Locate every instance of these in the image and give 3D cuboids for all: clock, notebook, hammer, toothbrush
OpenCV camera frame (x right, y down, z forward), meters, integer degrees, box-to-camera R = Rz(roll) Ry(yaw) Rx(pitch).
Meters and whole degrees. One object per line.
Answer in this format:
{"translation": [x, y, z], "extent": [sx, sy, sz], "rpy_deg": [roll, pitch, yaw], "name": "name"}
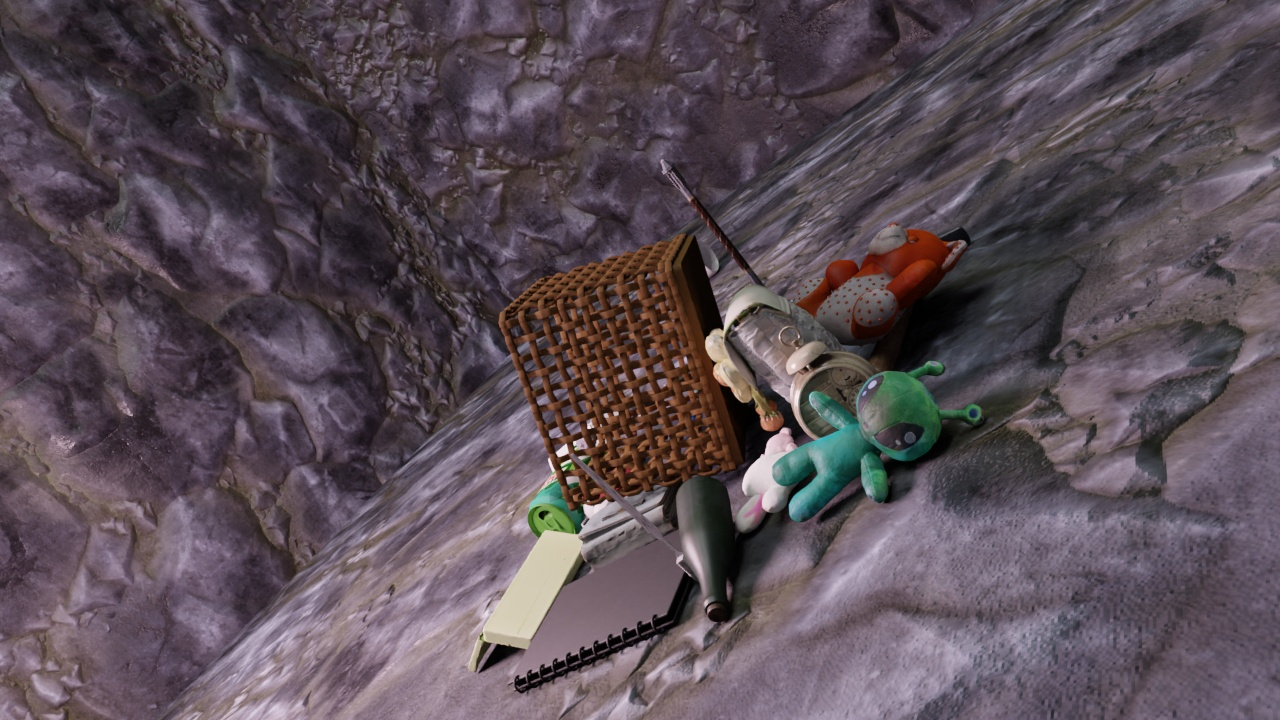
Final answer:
{"translation": [-0.028, 0.180, 1.218], "extent": [0.124, 0.044, 0.087], "rpy_deg": [-43, 12, -16], "name": "clock"}
{"translation": [-0.032, 0.262, 0.980], "extent": [0.232, 0.019, 0.168], "rpy_deg": [-33, 12, 31], "name": "notebook"}
{"translation": [0.183, 0.025, 0.900], "extent": [0.093, 0.141, 0.054], "rpy_deg": [-37, 2, 14], "name": "clock"}
{"translation": [0.313, -0.064, 1.096], "extent": [0.130, 0.040, 0.320], "rpy_deg": [-25, 18, 38], "name": "hammer"}
{"translation": [-0.003, 0.153, 0.889], "extent": [0.010, 0.181, 0.010], "rpy_deg": [-41, 13, 20], "name": "toothbrush"}
{"translation": [0.130, -0.145, 1.254], "extent": [0.099, 0.322, 0.044], "rpy_deg": [-32, 13, 32], "name": "hammer"}
{"translation": [0.012, 0.064, 1.397], "extent": [0.315, 0.028, 0.147], "rpy_deg": [-30, 1, -43], "name": "hammer"}

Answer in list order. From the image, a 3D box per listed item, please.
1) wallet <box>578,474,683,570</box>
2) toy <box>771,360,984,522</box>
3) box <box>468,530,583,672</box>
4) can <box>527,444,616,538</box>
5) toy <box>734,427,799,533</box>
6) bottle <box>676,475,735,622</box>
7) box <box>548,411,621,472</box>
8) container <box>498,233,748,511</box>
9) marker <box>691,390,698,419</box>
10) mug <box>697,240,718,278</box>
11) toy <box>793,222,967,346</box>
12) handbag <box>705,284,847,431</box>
{"translation": [-0.005, 0.191, 1.100], "extent": [0.132, 0.054, 0.100], "rpy_deg": [-29, 15, 22], "name": "wallet"}
{"translation": [0.207, 0.072, 0.833], "extent": [0.194, 0.072, 0.130], "rpy_deg": [-39, 50, 20], "name": "toy"}
{"translation": [-0.144, 0.290, 1.142], "extent": [0.134, 0.061, 0.187], "rpy_deg": [-34, 13, 35], "name": "box"}
{"translation": [-0.095, 0.189, 1.297], "extent": [0.083, 0.083, 0.143], "rpy_deg": [-31, 14, 36], "name": "can"}
{"translation": [0.135, 0.120, 0.936], "extent": [0.076, 0.037, 0.125], "rpy_deg": [-37, 17, 39], "name": "toy"}
{"translation": [0.066, 0.182, 0.880], "extent": [0.055, 0.055, 0.174], "rpy_deg": [-36, 24, 17], "name": "bottle"}
{"translation": [-0.069, 0.134, 1.416], "extent": [0.159, 0.091, 0.081], "rpy_deg": [-39, 19, -8], "name": "box"}
{"translation": [-0.007, 0.007, 1.131], "extent": [0.214, 0.252, 0.219], "rpy_deg": [-16, 14, 12], "name": "container"}
{"translation": [0.082, 0.064, 1.396], "extent": [0.013, 0.013, 0.141], "rpy_deg": [-36, 12, 19], "name": "marker"}
{"translation": [0.132, -0.237, 2.174], "extent": [0.068, 0.094, 0.115], "rpy_deg": [-34, 35, 32], "name": "mug"}
{"translation": [0.273, -0.091, 1.033], "extent": [0.172, 0.093, 0.164], "rpy_deg": [-38, 18, -15], "name": "toy"}
{"translation": [0.153, 0.009, 0.988], "extent": [0.123, 0.171, 0.112], "rpy_deg": [-48, 8, 15], "name": "handbag"}
